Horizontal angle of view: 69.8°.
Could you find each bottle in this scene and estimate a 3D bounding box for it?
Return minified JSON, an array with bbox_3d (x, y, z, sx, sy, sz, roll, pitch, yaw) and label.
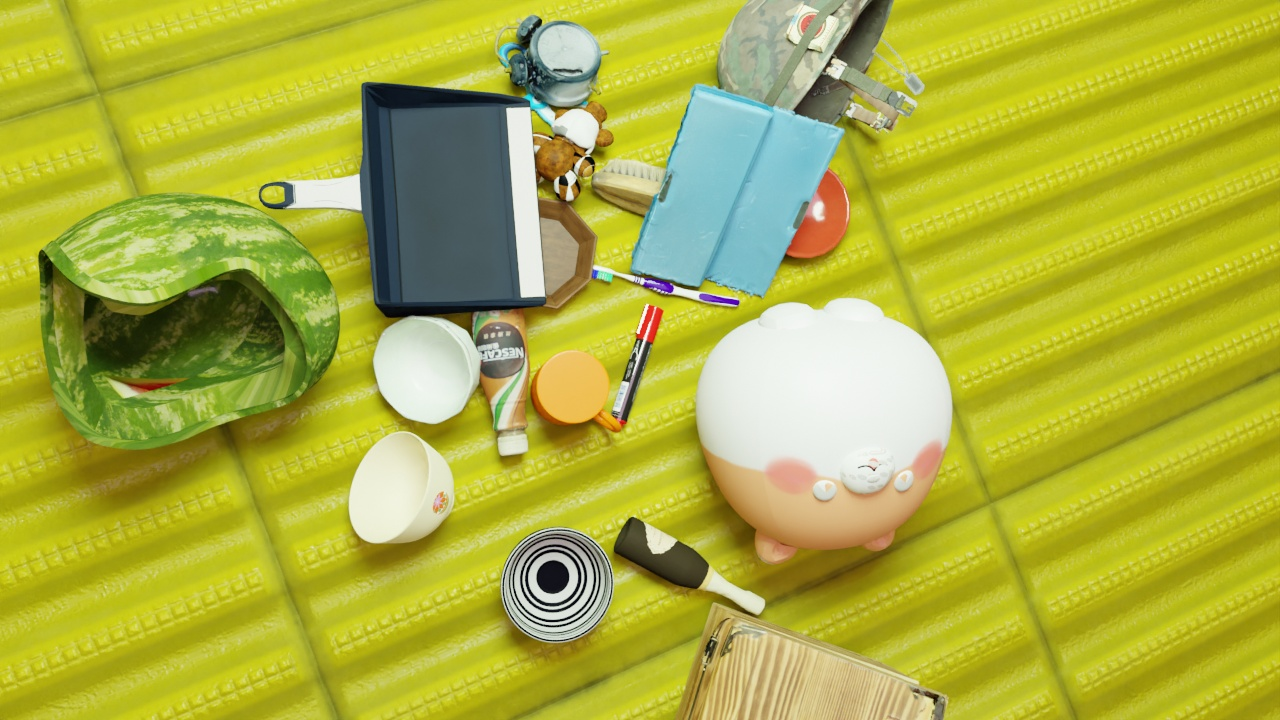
[{"bbox_3d":[0.060,0.239,1.041,0.184,0.045,0.045,29,80,-7],"label":"bottle"},{"bbox_3d":[-0.150,0.021,1.014,0.059,0.059,0.167,-7,87,-11],"label":"bottle"}]

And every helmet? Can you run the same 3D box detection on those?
[{"bbox_3d":[-0.426,-0.050,0.882,0.246,0.243,0.214,-9,130,-40],"label":"helmet"},{"bbox_3d":[0.210,-0.329,1.038,0.225,0.192,0.236,-39,79,16],"label":"helmet"}]

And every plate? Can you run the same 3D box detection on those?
[{"bbox_3d":[-0.115,-0.122,1.049,0.131,0.025,0.131,1,85,-10],"label":"plate"}]

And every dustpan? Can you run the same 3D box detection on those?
[{"bbox_3d":[-0.243,-0.168,0.952,0.273,0.080,0.236,-5,84,-6],"label":"dustpan"}]

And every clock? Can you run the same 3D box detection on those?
[{"bbox_3d":[-0.103,-0.345,1.051,0.129,0.052,0.090,13,70,-11],"label":"clock"}]

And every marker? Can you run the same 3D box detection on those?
[{"bbox_3d":[-0.006,0.006,1.061,0.023,0.021,0.145,19,82,-1],"label":"marker"}]

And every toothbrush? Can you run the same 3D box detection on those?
[{"bbox_3d":[0.028,-0.085,1.078,0.186,0.015,0.016,13,88,-10],"label":"toothbrush"}]

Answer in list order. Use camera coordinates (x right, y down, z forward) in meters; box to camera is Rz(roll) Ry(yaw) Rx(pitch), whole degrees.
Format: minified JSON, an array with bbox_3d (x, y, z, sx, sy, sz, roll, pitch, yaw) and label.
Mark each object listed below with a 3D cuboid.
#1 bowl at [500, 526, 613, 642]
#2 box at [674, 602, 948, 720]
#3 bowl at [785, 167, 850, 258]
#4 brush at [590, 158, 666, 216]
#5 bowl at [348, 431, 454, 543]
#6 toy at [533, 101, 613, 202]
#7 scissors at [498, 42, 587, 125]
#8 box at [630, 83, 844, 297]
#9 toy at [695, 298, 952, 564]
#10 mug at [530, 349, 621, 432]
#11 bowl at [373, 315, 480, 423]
[{"bbox_3d":[-0.093,0.240,1.001,0.120,0.066,0.120,1,85,-11],"label":"bowl"},{"bbox_3d":[0.145,0.429,0.958,0.258,0.221,0.279,21,83,-6],"label":"box"},{"bbox_3d":[0.189,-0.180,1.106,0.122,0.035,0.122,1,85,-10],"label":"bowl"},{"bbox_3d":[0.038,-0.191,1.068,0.195,0.059,0.043,14,70,-6],"label":"brush"},{"bbox_3d":[-0.240,0.143,0.974,0.074,0.118,0.118,33,77,-49],"label":"bowl"},{"bbox_3d":[-0.080,-0.245,1.045,0.087,0.067,0.112,29,63,14],"label":"toy"},{"bbox_3d":[-0.126,-0.317,1.072,0.137,0.012,0.127,2,82,-11],"label":"scissors"},{"bbox_3d":[0.103,-0.177,1.017,0.174,0.033,0.232,12,128,-11],"label":"box"},{"bbox_3d":[0.193,0.076,0.972,0.262,0.265,0.281,-5,101,-9],"label":"toy"},{"bbox_3d":[-0.066,0.043,1.008,0.112,0.096,0.077,41,79,-5],"label":"mug"},{"bbox_3d":[-0.221,0.004,0.991,0.117,0.061,0.117,5,106,17],"label":"bowl"}]
